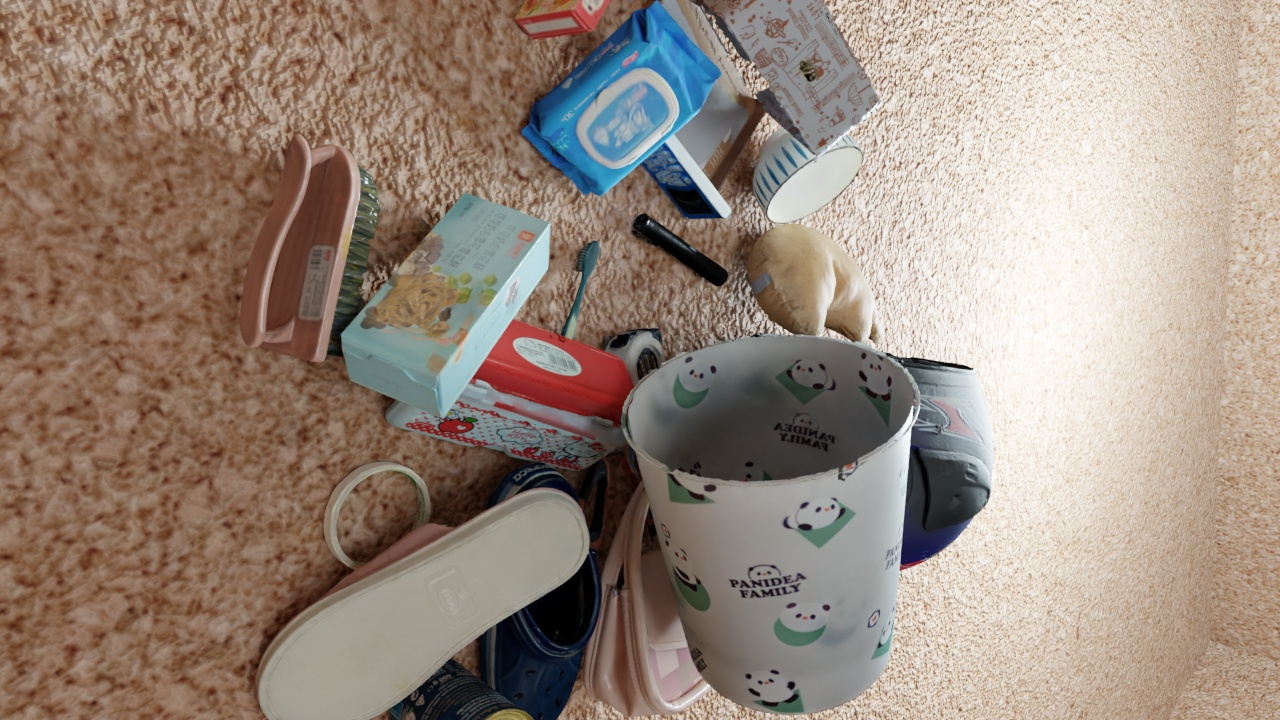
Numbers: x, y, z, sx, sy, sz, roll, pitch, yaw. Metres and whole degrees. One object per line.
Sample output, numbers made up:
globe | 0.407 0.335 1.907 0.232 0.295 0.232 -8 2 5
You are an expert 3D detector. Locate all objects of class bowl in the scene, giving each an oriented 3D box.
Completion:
bowl | 0.164 -0.204 0.952 0.116 0.117 0.066 -10 62 -43

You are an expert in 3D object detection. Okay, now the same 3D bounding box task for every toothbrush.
toothbrush | -0.070 -0.015 0.814 0.016 0.018 0.191 19 88 -42

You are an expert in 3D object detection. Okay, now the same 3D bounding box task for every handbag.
handbag | 0.029 0.208 0.898 0.192 0.093 0.234 -10 99 -56

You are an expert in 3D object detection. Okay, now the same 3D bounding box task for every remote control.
remote control | 0.036 -0.175 0.858 0.125 0.049 0.024 45 65 -41

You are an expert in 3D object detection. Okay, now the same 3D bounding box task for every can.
can | -0.145 0.294 0.740 0.075 0.111 0.075 -11 106 -41

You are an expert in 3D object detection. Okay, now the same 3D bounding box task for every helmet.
helmet | 0.222 0.104 0.969 0.314 0.248 0.240 7 95 -38

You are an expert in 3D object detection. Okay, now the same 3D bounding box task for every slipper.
slipper | -0.077 0.212 0.794 0.104 0.095 0.253 -14 113 -40
slipper | -0.165 0.184 0.704 0.274 0.054 0.114 -32 115 -9

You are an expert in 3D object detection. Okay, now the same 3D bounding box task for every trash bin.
trash bin | 0.117 0.139 0.770 0.228 0.230 0.252 -31 124 -36

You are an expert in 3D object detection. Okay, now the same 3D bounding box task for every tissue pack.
tissue pack | -0.014 -0.212 0.758 0.157 0.052 0.095 -39 131 13

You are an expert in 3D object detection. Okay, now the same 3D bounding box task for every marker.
marker | 0.041 -0.106 0.899 0.132 0.020 0.022 28 96 -44

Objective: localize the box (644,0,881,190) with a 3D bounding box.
box | 0.080 -0.261 0.845 0.185 0.154 0.182 -40 128 8

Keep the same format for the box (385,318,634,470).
box | -0.105 0.033 0.756 0.201 0.095 0.102 20 123 -37

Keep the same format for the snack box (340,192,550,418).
snack box | -0.133 -0.045 0.659 0.052 0.074 0.174 99 15 -49

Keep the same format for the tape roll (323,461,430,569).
tape roll | -0.203 0.121 0.712 0.085 0.014 0.086 -11 107 -43

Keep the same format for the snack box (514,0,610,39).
snack box | -0.036 -0.326 0.733 0.025 0.075 0.152 39 72 -43

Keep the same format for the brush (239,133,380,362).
brush | -0.221 -0.074 0.615 0.073 0.063 0.145 13 89 -56

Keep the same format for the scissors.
scissors | -0.027 0.093 0.876 0.189 0.015 0.225 26 76 -47

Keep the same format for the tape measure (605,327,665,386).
tape measure | -0.005 0.005 0.859 0.065 0.034 0.066 -19 104 -53

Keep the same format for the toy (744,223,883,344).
toy | 0.205 -0.078 1.004 0.225 0.083 0.143 8 62 -45
